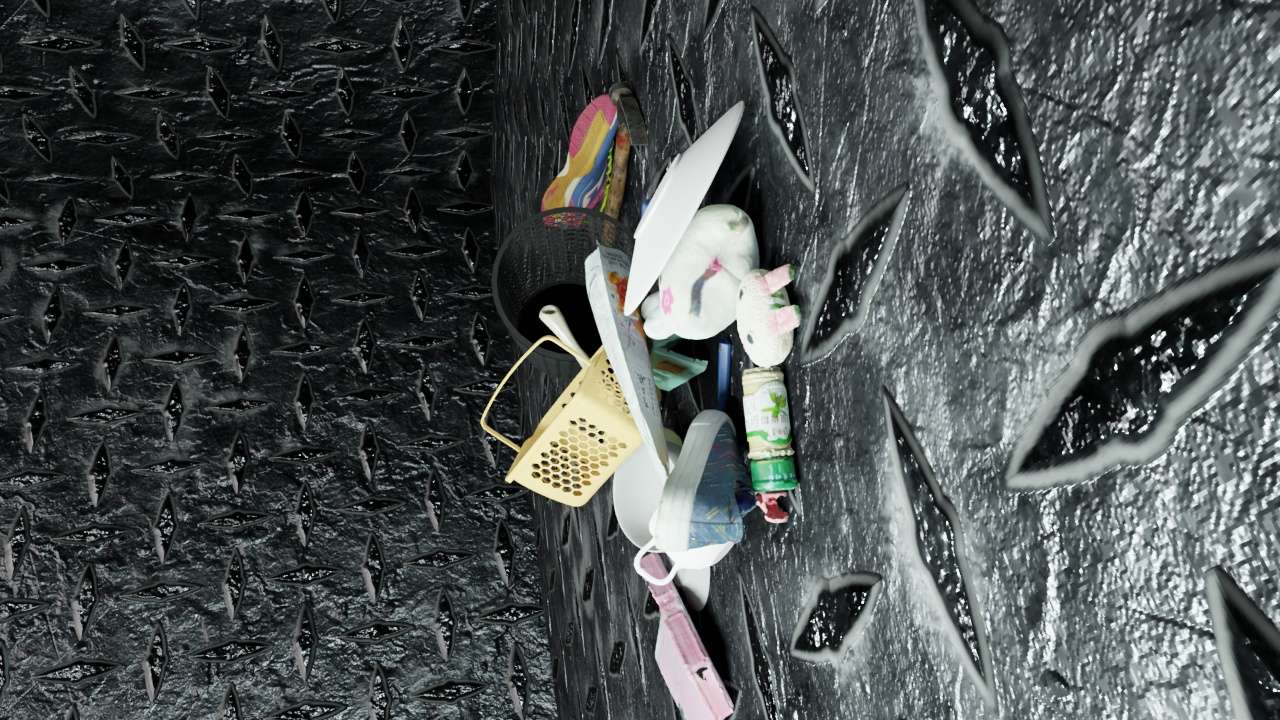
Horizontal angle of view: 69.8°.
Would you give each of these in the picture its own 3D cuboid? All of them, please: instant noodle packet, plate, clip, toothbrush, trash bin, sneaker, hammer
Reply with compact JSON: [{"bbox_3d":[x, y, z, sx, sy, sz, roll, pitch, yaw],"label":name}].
[{"bbox_3d":[-0.006,0.006,0.984,0.147,0.057,0.268,73,180,-59],"label":"instant noodle packet"},{"bbox_3d":[0.052,0.231,1.168,0.173,0.019,0.173,175,91,-77],"label":"plate"},{"bbox_3d":[0.121,0.134,0.854,0.057,0.022,0.035,-150,54,-80],"label":"clip"},{"bbox_3d":[0.084,0.068,0.991,0.016,0.017,0.190,-124,33,-62],"label":"toothbrush"},{"bbox_3d":[-0.102,-0.077,1.353,0.243,0.217,0.216,111,152,-75],"label":"trash bin"},{"bbox_3d":[0.074,0.117,0.869,0.235,0.079,0.087,-52,-32,-68],"label":"sneaker"},{"bbox_3d":[-0.074,-0.308,1.437,0.243,0.091,0.116,-56,42,39],"label":"sneaker"},{"bbox_3d":[0.028,-0.151,0.879,0.230,0.030,0.229,-61,7,12],"label":"plate"},{"bbox_3d":[-0.036,-0.241,1.371,0.331,0.033,0.119,102,158,-51],"label":"hammer"}]

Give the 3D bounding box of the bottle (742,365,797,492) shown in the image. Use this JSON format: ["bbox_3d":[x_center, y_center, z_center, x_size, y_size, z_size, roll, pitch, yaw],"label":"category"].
[{"bbox_3d":[0.114,0.061,0.815,0.043,0.042,0.110,144,122,-74],"label":"bottle"}]

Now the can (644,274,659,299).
[{"bbox_3d":[0.035,-0.091,1.064,0.100,0.054,0.059,109,147,-57],"label":"can"}]

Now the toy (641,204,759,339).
[{"bbox_3d":[0.056,-0.078,0.900,0.209,0.085,0.137,-155,88,-82],"label":"toy"}]

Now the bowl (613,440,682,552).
[{"bbox_3d":[0.031,0.160,1.099,0.132,0.064,0.132,3,94,51],"label":"bowl"}]

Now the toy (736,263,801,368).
[{"bbox_3d":[0.109,-0.037,0.801,0.112,0.050,0.087,136,129,-66],"label":"toy"}]

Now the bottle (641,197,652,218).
[{"bbox_3d":[0.022,-0.130,1.120,0.048,0.048,0.131,-115,25,-57],"label":"bottle"}]

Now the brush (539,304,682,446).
[{"bbox_3d":[-0.042,0.037,1.186,0.272,0.061,0.078,51,134,6],"label":"brush"}]

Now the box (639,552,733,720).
[{"bbox_3d":[0.057,0.365,1.133,0.232,0.055,0.180,-125,24,-64],"label":"box"}]

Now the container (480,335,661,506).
[{"bbox_3d":[-0.089,0.063,1.093,0.184,0.167,0.129,-50,11,38],"label":"container"}]

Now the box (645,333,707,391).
[{"bbox_3d":[0.029,0.005,1.104,0.079,0.077,0.189,68,165,3],"label":"box"}]

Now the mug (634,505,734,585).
[{"bbox_3d":[0.049,0.186,0.964,0.076,0.123,0.090,41,164,21],"label":"mug"}]
